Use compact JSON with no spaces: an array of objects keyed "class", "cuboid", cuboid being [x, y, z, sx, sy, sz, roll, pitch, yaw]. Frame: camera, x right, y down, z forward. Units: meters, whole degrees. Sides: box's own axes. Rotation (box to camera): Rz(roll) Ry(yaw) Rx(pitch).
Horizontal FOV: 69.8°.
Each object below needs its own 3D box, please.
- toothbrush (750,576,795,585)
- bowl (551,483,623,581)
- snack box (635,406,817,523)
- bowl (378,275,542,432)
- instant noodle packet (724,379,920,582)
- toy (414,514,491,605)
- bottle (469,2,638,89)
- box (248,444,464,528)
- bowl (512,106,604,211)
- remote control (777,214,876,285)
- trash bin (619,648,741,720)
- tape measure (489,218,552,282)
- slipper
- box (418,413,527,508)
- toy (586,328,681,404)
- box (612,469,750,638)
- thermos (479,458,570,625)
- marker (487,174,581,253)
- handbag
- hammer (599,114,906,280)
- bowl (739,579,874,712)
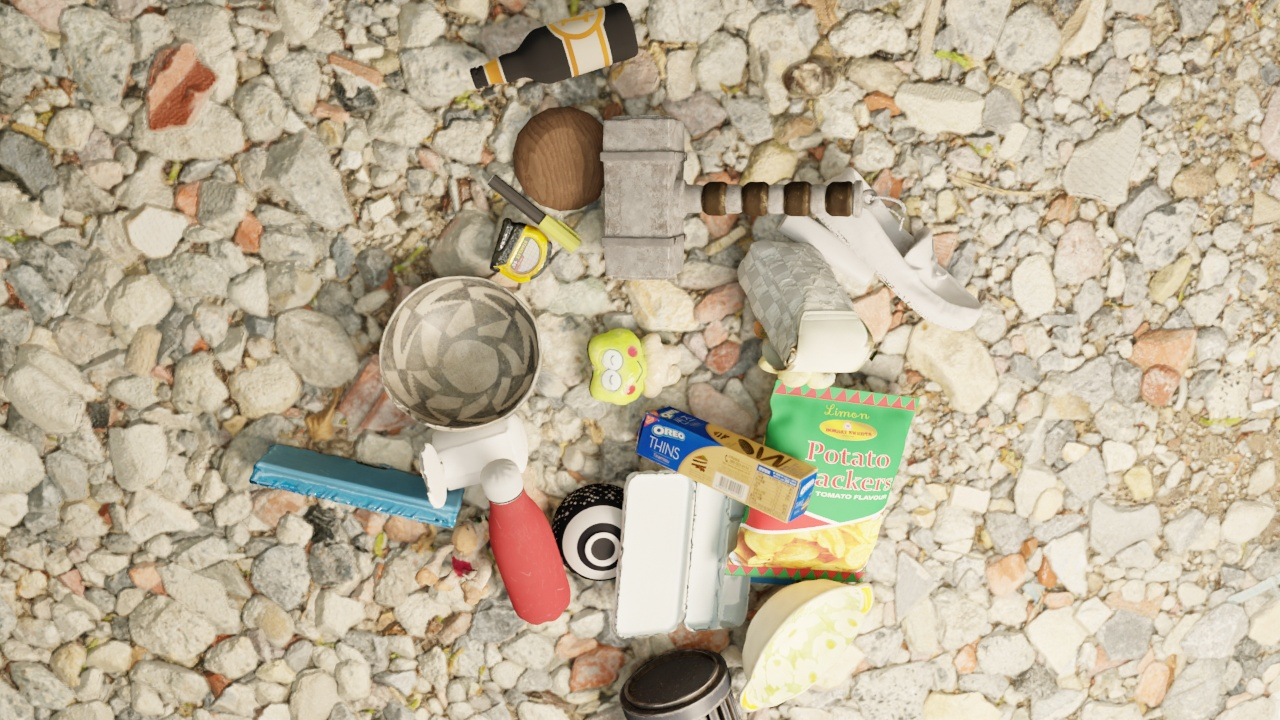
[{"class":"toothbrush","cuboid":[0.118,0.273,1.173,0.166,0.014,0.016,7,99,-11]},{"class":"bowl","cuboid":[-0.047,0.217,1.115,0.120,0.066,0.120,-1,102,-6]},{"class":"snack box","cuboid":[0.096,0.114,1.057,0.207,0.056,0.057,22,107,28]},{"class":"bowl","cuboid":[-0.198,-0.002,1.041,0.178,0.081,0.178,1,79,-3]},{"class":"instant noodle packet","cuboid":[0.220,0.153,1.110,0.195,0.090,0.253,7,106,-19]},{"class":"toy","cuboid":[-0.205,0.235,1.098,0.085,0.074,0.105,13,70,24]},{"class":"bottle","cuboid":[-0.096,-0.333,0.998,0.181,0.059,0.059,-18,103,-2]},{"class":"box","cuboid":[-0.324,0.154,1.062,0.231,0.093,0.052,15,99,-10]},{"class":"bowl","cuboid":[-0.086,-0.227,1.036,0.118,0.030,0.118,-1,102,-5]},{"class":"remote control","cuboid":[0.225,-0.136,1.095,0.131,0.012,0.033,31,97,-11]},{"class":"trash bin","cuboid":[0.073,0.492,1.141,0.164,0.164,0.227,-19,99,-2]},{"class":"tape measure","cuboid":[-0.135,-0.123,1.049,0.064,0.037,0.066,18,102,-9]},{"class":"slipper","cuboid":[0.305,-0.128,1.067,0.247,0.112,0.075,42,135,-9]},{"class":"box","cuboid":[-0.184,0.110,1.037,0.106,0.150,0.080,-15,101,0]},{"class":"toy","cuboid":[-0.006,0.006,1.087,0.115,0.046,0.092,-3,99,-13]},{"class":"box","cuboid":[0.057,0.233,1.116,0.188,0.037,0.209,0,97,-22]},{"class":"thermos","cuboid":[-0.137,0.207,1.057,0.073,0.073,0.240,-13,128,-3]},{"class":"marker","cuboid":[-0.121,-0.170,1.052,0.124,0.018,0.021,38,63,-10]},{"class":"handbag","cuboid":[0.176,-0.052,1.047,0.112,0.171,0.124,-3,143,-24]},{"class":"hammer","cuboid":[0.116,-0.175,0.987,0.327,0.079,0.177,3,102,15]},{"class":"bowl","cuboid":[0.192,0.338,1.142,0.219,0.060,0.188,-36,137,-12]}]
